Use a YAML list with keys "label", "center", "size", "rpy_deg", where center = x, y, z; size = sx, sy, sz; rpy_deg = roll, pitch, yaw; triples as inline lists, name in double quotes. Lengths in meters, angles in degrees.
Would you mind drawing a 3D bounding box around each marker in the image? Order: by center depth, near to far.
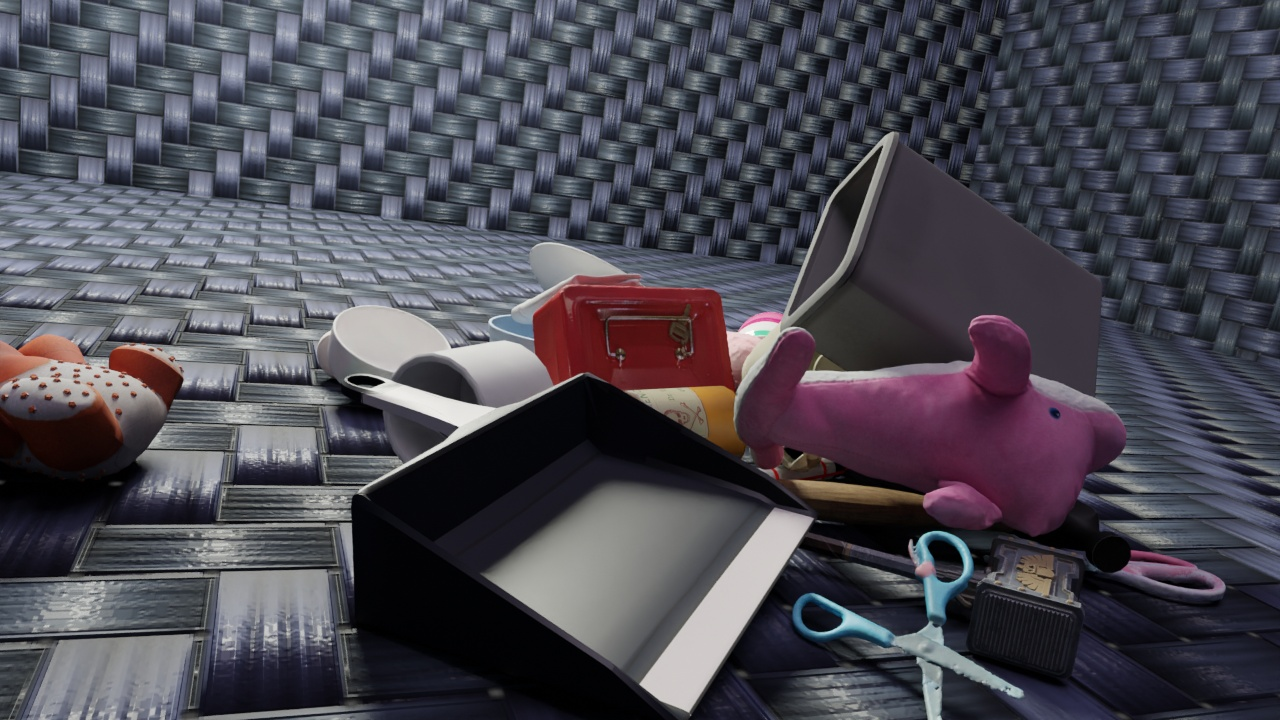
- label: "marker"
  center: [0.134, 0.093, 0.762]
  size: [0.145, 0.019, 0.019]
  rpy_deg: [-2, 16, -43]

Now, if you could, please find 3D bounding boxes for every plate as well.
- label: "plate"
  center: [-0.022, -0.036, 0.964]
  size: [0.242, 0.016, 0.243]
  rpy_deg: [32, -17, 11]

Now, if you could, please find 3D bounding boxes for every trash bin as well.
- label: "trash bin"
  center: [0.245, -0.046, 0.733]
  size: [0.220, 0.098, 0.191]
  rpy_deg: [32, 51, -7]

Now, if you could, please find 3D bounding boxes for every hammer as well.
- label: "hammer"
  center: [0.107, 0.116, 0.592]
  size: [0.322, 0.044, 0.098]
  rpy_deg: [11, 12, 25]
- label: "hammer"
  center: [0.179, 0.107, 0.680]
  size: [0.305, 0.040, 0.132]
  rpy_deg: [6, 9, -2]

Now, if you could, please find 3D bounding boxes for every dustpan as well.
- label: "dustpan"
  center: [-0.057, 0.067, 0.521]
  size: [0.273, 0.080, 0.235]
  rpy_deg: [9, 17, 23]

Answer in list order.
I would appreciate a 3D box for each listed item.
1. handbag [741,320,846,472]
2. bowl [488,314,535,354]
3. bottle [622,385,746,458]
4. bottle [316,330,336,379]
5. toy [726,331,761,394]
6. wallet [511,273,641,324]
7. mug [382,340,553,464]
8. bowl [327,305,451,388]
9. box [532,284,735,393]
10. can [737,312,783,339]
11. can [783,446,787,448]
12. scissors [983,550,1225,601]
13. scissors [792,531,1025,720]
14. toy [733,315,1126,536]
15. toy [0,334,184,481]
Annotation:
- label: "handbag"
  center: [0.204, 0.012, 0.801]
  size: [0.228, 0.132, 0.183]
  rpy_deg: [8, 48, -31]
- label: "bowl"
  center: [-0.077, 0.006, 0.891]
  size: [0.150, 0.075, 0.150]
  rpy_deg: [9, 12, -2]
- label: "bottle"
  center: [-0.002, 0.056, 0.691]
  size: [0.156, 0.068, 0.068]
  rpy_deg: [-2, 15, -26]
- label: "bottle"
  center: [-0.262, -0.015, 0.914]
  size: [0.051, 0.051, 0.146]
  rpy_deg: [12, 12, 14]
- label: "toy"
  center: [0.111, 0.016, 0.952]
  size: [0.053, 0.105, 0.108]
  rpy_deg: [-37, 28, -21]
- label: "wallet"
  center: [-0.058, -0.052, 0.845]
  size: [0.086, 0.032, 0.116]
  rpy_deg: [-4, -8, -34]
- label: "mug"
  center: [-0.137, 0.032, 0.680]
  size: [0.121, 0.091, 0.090]
  rpy_deg: [15, 13, 24]
- label: "bowl"
  center: [-0.225, 0.002, 0.813]
  size: [0.105, 0.054, 0.104]
  rpy_deg: [20, 27, -11]
- label: "box"
  center: [-0.003, 0.002, 0.779]
  size: [0.158, 0.129, 0.087]
  rpy_deg: [1, -13, -29]
- label: "can"
  center: [0.148, -0.005, 1.079]
  size: [0.088, 0.088, 0.165]
  rpy_deg: [11, 12, 9]
- label: "can"
  center: [0.151, 0.048, 0.876]
  size: [0.076, 0.067, 0.067]
  rpy_deg: [-3, 17, -43]
- label: "scissors"
  center: [0.327, 0.148, 0.656]
  size: [0.174, 0.017, 0.076]
  rpy_deg: [8, 10, -7]
- label: "scissors"
  center: [0.132, 0.139, 0.481]
  size: [0.126, 0.015, 0.135]
  rpy_deg: [-11, 24, 20]
- label: "toy"
  center: [0.194, 0.059, 0.608]
  size: [0.265, 0.187, 0.127]
  rpy_deg: [7, 51, 2]
- label: "toy"
  center: [-0.388, 0.018, 0.559]
  size: [0.172, 0.093, 0.163]
  rpy_deg: [6, 13, -8]
